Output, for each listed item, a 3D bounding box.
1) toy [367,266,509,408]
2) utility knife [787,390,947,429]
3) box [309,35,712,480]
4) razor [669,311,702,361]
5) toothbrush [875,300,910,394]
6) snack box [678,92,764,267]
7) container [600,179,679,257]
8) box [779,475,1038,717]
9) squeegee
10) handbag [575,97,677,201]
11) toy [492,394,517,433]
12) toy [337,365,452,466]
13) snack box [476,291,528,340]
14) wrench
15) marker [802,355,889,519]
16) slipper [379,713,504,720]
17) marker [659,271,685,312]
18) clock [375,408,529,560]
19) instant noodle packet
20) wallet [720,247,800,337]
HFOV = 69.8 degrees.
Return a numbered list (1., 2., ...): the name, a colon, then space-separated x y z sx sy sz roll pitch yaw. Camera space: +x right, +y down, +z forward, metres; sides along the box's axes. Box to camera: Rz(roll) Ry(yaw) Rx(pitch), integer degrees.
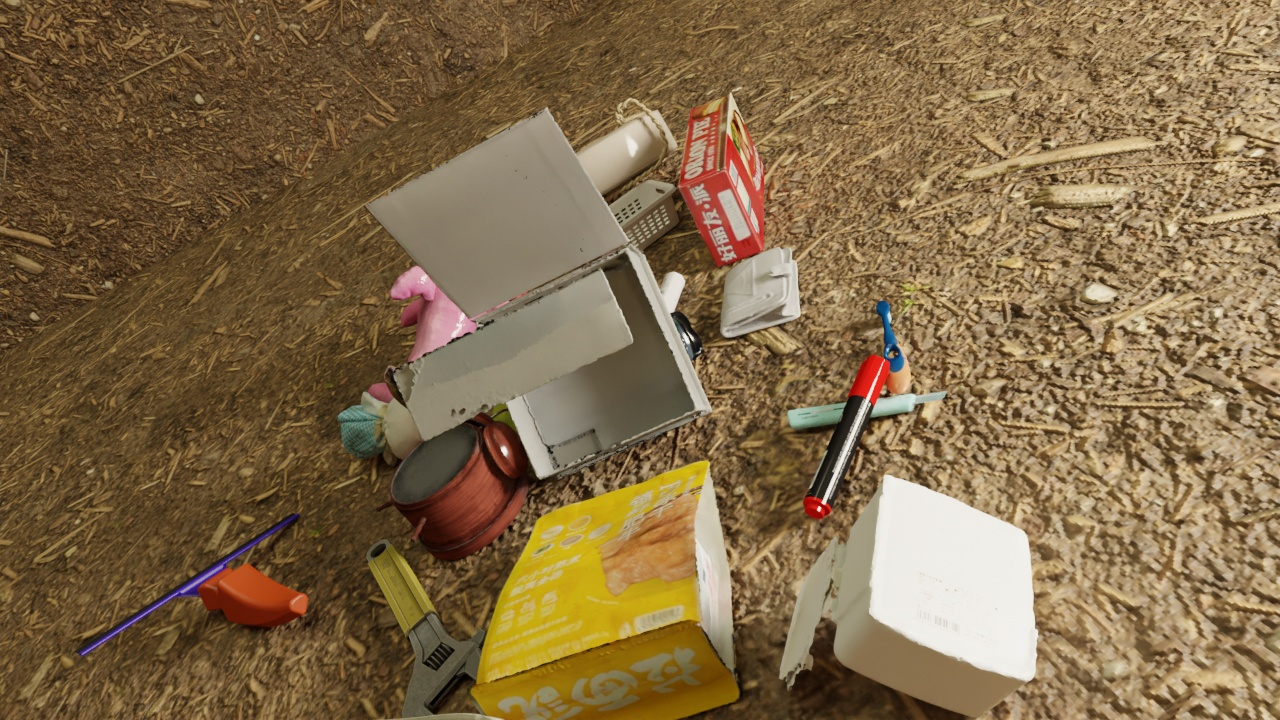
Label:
1. toy: -0.248 -0.059 1.124 0.187 0.128 0.265 3 60 30
2. utility knife: 0.179 0.040 0.732 0.129 0.015 0.022 -11 33 25
3. box: -0.088 -0.071 0.777 0.167 0.369 0.150 -25 31 10
4. razor: -0.005 0.005 0.917 0.140 0.053 0.063 -32 -8 8
5. toothbrush: 0.211 -0.010 0.773 0.022 0.017 0.134 -21 30 21
6. snack box: 0.102 -0.222 1.100 0.060 0.113 0.235 -19 31 20
7. container: -0.011 -0.177 1.195 0.129 0.049 0.081 -38 30 -14
8. box: 0.142 0.154 0.543 0.124 0.137 0.108 21 42 2
9. squeegee: -0.385 0.231 0.900 0.185 0.055 0.248 -5 21 38
10. handbag: -0.056 -0.283 1.314 0.210 0.103 0.208 -31 11 -2
11. toy: -0.103 0.036 0.941 0.109 0.051 0.090 -53 29 -16
12. toy: -0.262 0.080 1.014 0.105 0.131 0.206 -3 -6 -36
13. snack box: -0.215 -0.058 1.223 0.133 0.021 0.089 -20 33 17
14. wrench: -0.194 0.220 0.781 0.083 0.018 0.273 -39 30 -15
15. marker: 0.157 0.057 0.699 0.024 0.021 0.144 -16 37 52
16. slipper: -0.139 0.286 0.588 0.275 0.054 0.114 -16 39 47
17. marker: 0.023 -0.052 0.999 0.025 0.025 0.125 -13 34 28
18. clock: -0.164 0.107 0.863 0.157 0.072 0.121 -47 33 -19
19. instant noodle packet: -0.019 0.161 0.670 0.163 0.084 0.221 -23 25 14
20. wallet: 0.119 -0.072 0.938 0.086 0.032 0.116 -23 30 18
